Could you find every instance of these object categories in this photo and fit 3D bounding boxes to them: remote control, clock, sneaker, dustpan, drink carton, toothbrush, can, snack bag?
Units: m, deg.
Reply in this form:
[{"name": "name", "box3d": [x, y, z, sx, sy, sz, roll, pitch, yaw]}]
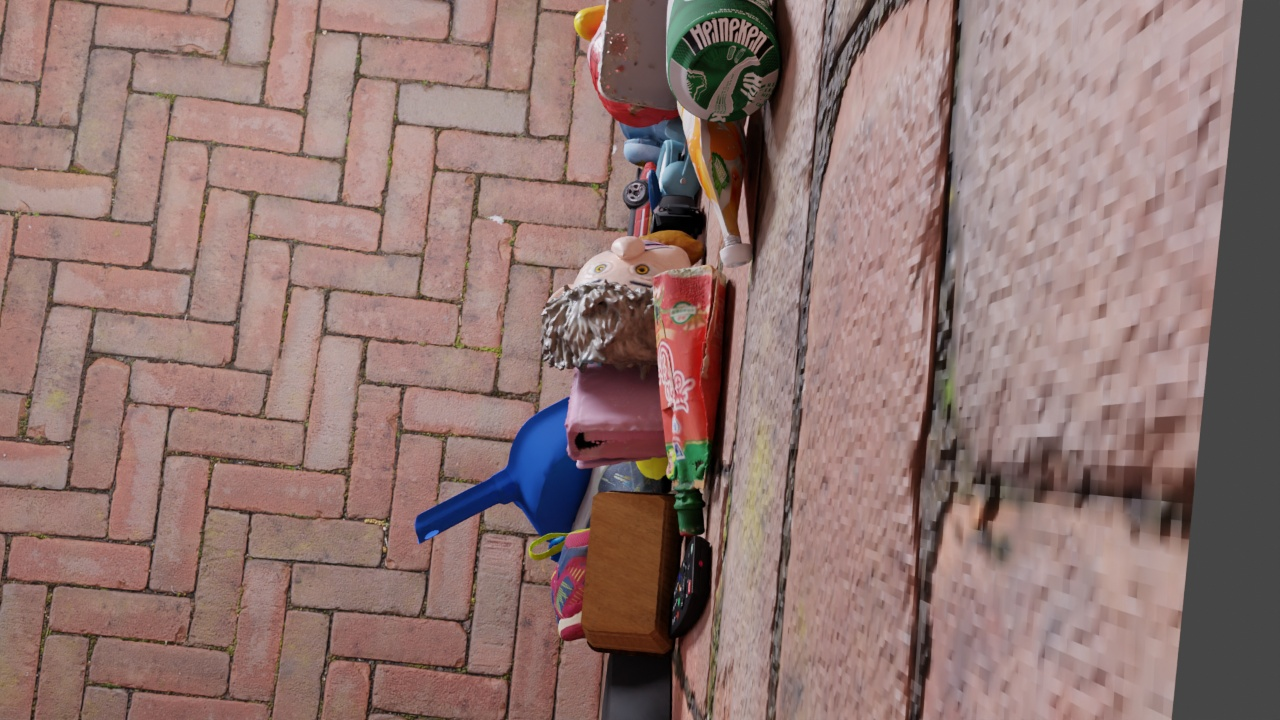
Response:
[{"name": "remote control", "box3d": [0.028, 0.139, 0.546, 0.125, 0.010, 0.039, 99, 176, -61]}, {"name": "clock", "box3d": [0.039, -0.179, 0.848, 0.123, 0.042, 0.087, 113, 164, -65]}, {"name": "sneaker", "box3d": [-0.019, 0.169, 0.897, 0.236, 0.087, 0.079, 99, 165, -45]}, {"name": "dustpan", "box3d": [-0.097, 0.127, 0.913, 0.059, 0.257, 0.246, 50, 153, 28]}, {"name": "clock", "box3d": [0.018, -0.263, 0.957, 0.117, 0.060, 0.162, -51, -38, -60]}, {"name": "sneaker", "box3d": [-0.025, 0.182, 0.776, 0.242, 0.116, 0.091, 85, 172, -74]}, {"name": "drink carton", "box3d": [0.040, -0.106, 0.476, 0.122, 0.039, 0.069, -87, -21, -51]}, {"name": "toothbrush", "box3d": [0.021, -0.112, 0.840, 0.021, 0.016, 0.132, -83, -19, -60]}, {"name": "can", "box3d": [0.039, -0.158, 0.447, 0.101, 0.053, 0.053, -87, 3, -50]}, {"name": "snack bag", "box3d": [0.030, 0.025, 0.540, 0.087, 0.044, 0.155, 158, 112, -76]}]

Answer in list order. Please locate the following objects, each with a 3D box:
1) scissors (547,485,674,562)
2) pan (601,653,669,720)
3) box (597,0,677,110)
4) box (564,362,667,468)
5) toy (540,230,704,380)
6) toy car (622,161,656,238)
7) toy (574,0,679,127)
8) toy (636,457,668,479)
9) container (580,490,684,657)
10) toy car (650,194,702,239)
[{"name": "scissors", "box3d": [-0.029, 0.144, 0.790, 0.134, 0.103, 0.015, 117, 145, -45]}, {"name": "pan", "box3d": [-0.015, 0.338, 0.760, 0.356, 0.043, 0.248, 102, 173, -74]}, {"name": "box", "box3d": [0.037, -0.305, 0.696, 0.108, 0.094, 0.216, 19, 104, 63]}, {"name": "box", "box3d": [-0.003, 0.005, 0.720, 0.232, 0.098, 0.046, -90, -1, -60]}, {"name": "toy", "box3d": [-0.004, -0.052, 0.679, 0.175, 0.133, 0.076, -63, -29, -47]}, {"name": "toy car", "box3d": [0.011, -0.102, 0.927, 0.081, 0.056, 0.189, 50, -140, -67]}, {"name": "toy", "box3d": [0.015, -0.304, 0.825, 0.148, 0.098, 0.216, -17, 58, 42]}, {"name": "toy", "box3d": [0.014, 0.054, 0.784, 0.094, 0.041, 0.095, 77, -165, -84]}, {"name": "container", "box3d": [-0.007, 0.140, 0.622, 0.061, 0.063, 0.113, 64, -151, -69]}, {"name": "toy car", "box3d": [0.030, -0.123, 0.775, 0.091, 0.042, 0.036, -123, 36, -88]}]
